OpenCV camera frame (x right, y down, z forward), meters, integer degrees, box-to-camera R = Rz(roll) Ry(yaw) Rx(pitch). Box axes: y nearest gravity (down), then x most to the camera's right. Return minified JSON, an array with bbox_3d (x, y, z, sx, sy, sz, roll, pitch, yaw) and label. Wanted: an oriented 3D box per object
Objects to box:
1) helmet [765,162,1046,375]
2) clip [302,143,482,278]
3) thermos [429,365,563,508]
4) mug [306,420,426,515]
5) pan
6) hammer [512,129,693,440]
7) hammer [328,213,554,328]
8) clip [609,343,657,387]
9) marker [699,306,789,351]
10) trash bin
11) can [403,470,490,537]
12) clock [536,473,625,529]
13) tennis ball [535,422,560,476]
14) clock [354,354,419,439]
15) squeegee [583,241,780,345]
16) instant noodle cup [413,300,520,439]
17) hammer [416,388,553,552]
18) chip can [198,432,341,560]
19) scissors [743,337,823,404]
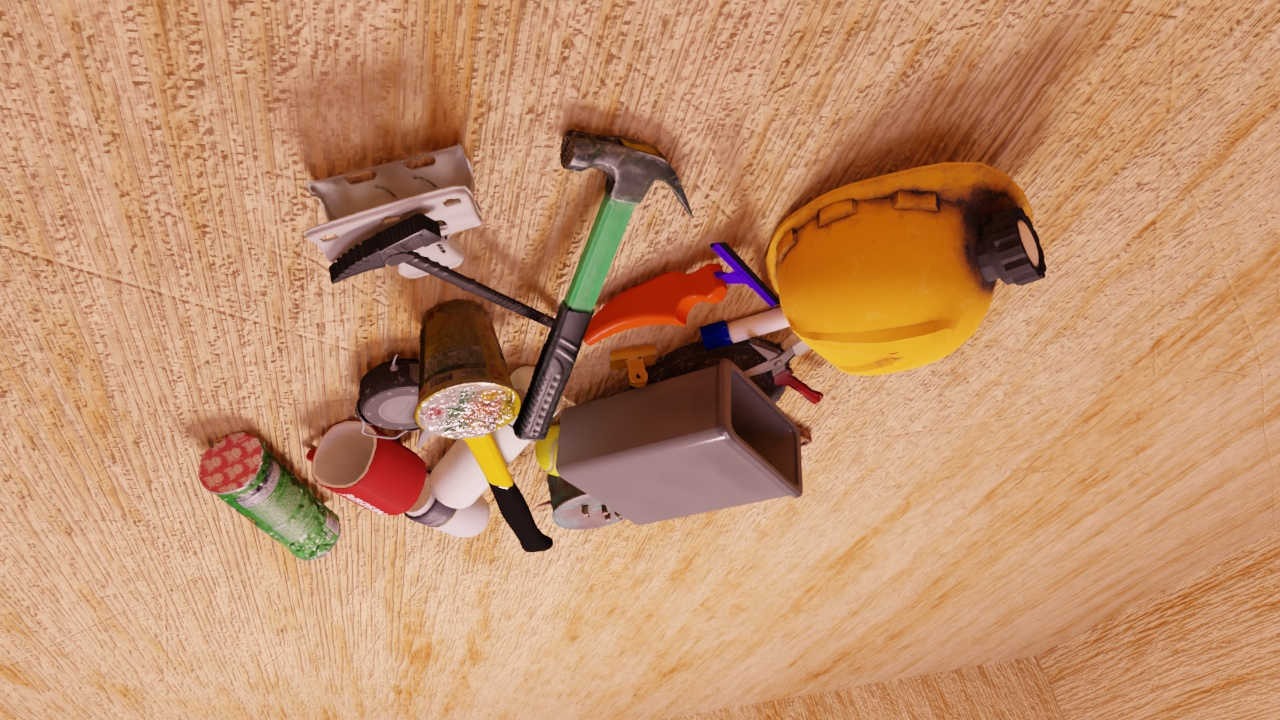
[{"bbox_3d":[0.238,-0.059,0.856,0.256,0.131,0.205,-21,139,37],"label":"helmet"},{"bbox_3d":[-0.188,-0.121,0.730,0.126,0.110,0.150,-13,-179,1],"label":"clip"},{"bbox_3d":[-0.171,0.093,1.058,0.067,0.067,0.231,9,142,-33],"label":"thermos"},{"bbox_3d":[-0.318,0.121,1.041,0.116,0.080,0.096,6,157,26],"label":"mug"},{"bbox_3d":[0.133,0.066,1.163,0.208,0.040,0.356,-32,143,26],"label":"pan"},{"bbox_3d":[-0.054,-0.051,0.828,0.130,0.032,0.320,3,128,-31],"label":"hammer"},{"bbox_3d":[-0.135,-0.054,0.818,0.095,0.015,0.324,-22,161,18],"label":"hammer"},{"bbox_3d":[-0.006,0.004,1.007,0.054,0.048,0.046,-8,107,-8],"label":"clip"},{"bbox_3d":[0.132,-0.042,1.003,0.133,0.023,0.027,-17,128,5],"label":"marker"},{"bbox_3d":[0.047,0.103,1.055,0.220,0.097,0.192,-17,143,29],"label":"trash bin"},{"bbox_3d":[-0.246,0.188,1.180,0.064,0.064,0.127,-25,147,18],"label":"can"},{"bbox_3d":[-0.052,0.174,1.226,0.121,0.073,0.158,17,136,-40],"label":"clock"},{"bbox_3d":[-0.094,0.108,1.110,0.065,0.065,0.065,-10,148,-6],"label":"tennis ball"},{"bbox_3d":[-0.249,0.035,0.957,0.091,0.043,0.123,15,139,-38],"label":"clock"},{"bbox_3d":[0.025,-0.059,0.905,0.185,0.055,0.249,-23,165,15],"label":"squeegee"},{"bbox_3d":[-0.171,0.006,0.878,0.102,0.108,0.102,-10,148,-7],"label":"instant noodle cup"},{"bbox_3d":[-0.158,0.138,1.041,0.127,0.029,0.324,-6,142,5],"label":"hammer"},{"bbox_3d":[-0.423,0.164,1.068,0.075,0.075,0.223,-13,149,-1],"label":"chip can"},{"bbox_3d":[0.193,-0.006,1.055,0.179,0.015,0.199,-38,142,10],"label":"scissors"}]
